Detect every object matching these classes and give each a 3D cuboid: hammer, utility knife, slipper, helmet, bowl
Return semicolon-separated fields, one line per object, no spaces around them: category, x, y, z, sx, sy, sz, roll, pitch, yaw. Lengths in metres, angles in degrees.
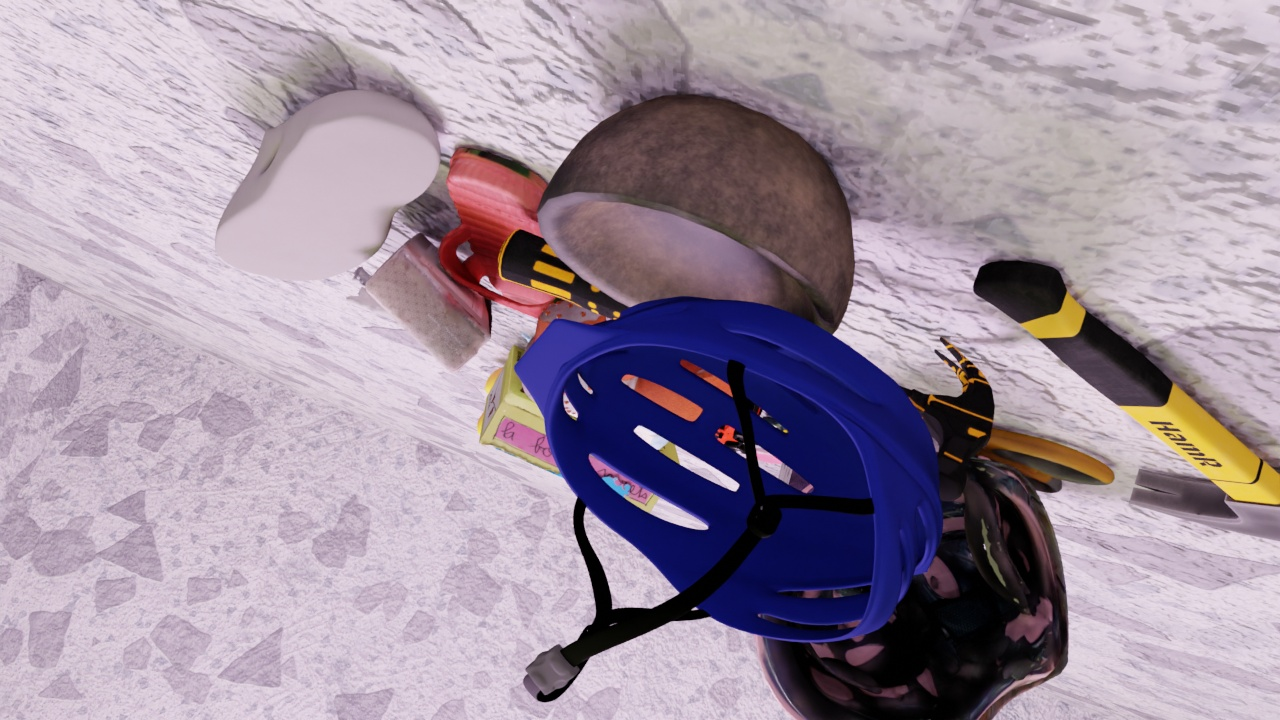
hammer;0.301;0.032;0.528;0.324;0.034;0.170;31;164;-25
utility knife;0.165;0.100;1.004;0.030;0.019;0.218;26;171;27
slipper;-0.100;-0.072;0.692;0.103;0.059;0.249;20;164;9
helmet;0.196;0.178;0.738;0.230;0.255;0.152;63;171;-11
hammer;0.057;-0.017;0.567;0.321;0.123;0.036;22;133;14
bowl;0.034;-0.071;0.470;0.162;0.070;0.162;21;165;6
helmet;0.041;0.077;0.419;0.241;0.227;0.148;36;129;-11
slipper;-0.223;-0.135;0.649;0.112;0.080;0.267;8;161;-34

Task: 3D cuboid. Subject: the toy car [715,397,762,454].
toy car;0.091;0.056;0.873;0.049;0.051;0.100;21;166;1

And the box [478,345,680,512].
box;-0.068;0.082;1.060;0.221;0.082;0.124;25;-159;-14

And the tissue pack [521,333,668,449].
tissue pack;-0.040;0.026;0.935;0.182;0.070;0.112;25;165;2

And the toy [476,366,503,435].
toy;-0.108;0.074;1.175;0.194;0.134;0.088;32;120;-15

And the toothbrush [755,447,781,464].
toothbrush;0.120;0.100;1.027;0.021;0.016;0.135;44;165;-27

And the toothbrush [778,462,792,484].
toothbrush;0.110;0.084;0.689;0.010;0.181;0.010;18;163;-1

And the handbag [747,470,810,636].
handbag;0.194;0.186;0.899;0.126;0.204;0.222;13;169;34

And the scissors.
scissors;0.245;0.053;0.703;0.228;0.016;0.134;24;167;-7

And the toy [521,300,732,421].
toy;-0.004;0.004;0.719;0.172;0.092;0.164;13;163;-10

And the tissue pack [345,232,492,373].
tissue pack;-0.173;-0.050;0.732;0.104;0.071;0.181;44;-175;-16

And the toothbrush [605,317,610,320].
toothbrush;-0.048;-0.011;0.800;0.015;0.015;0.185;33;143;-5
